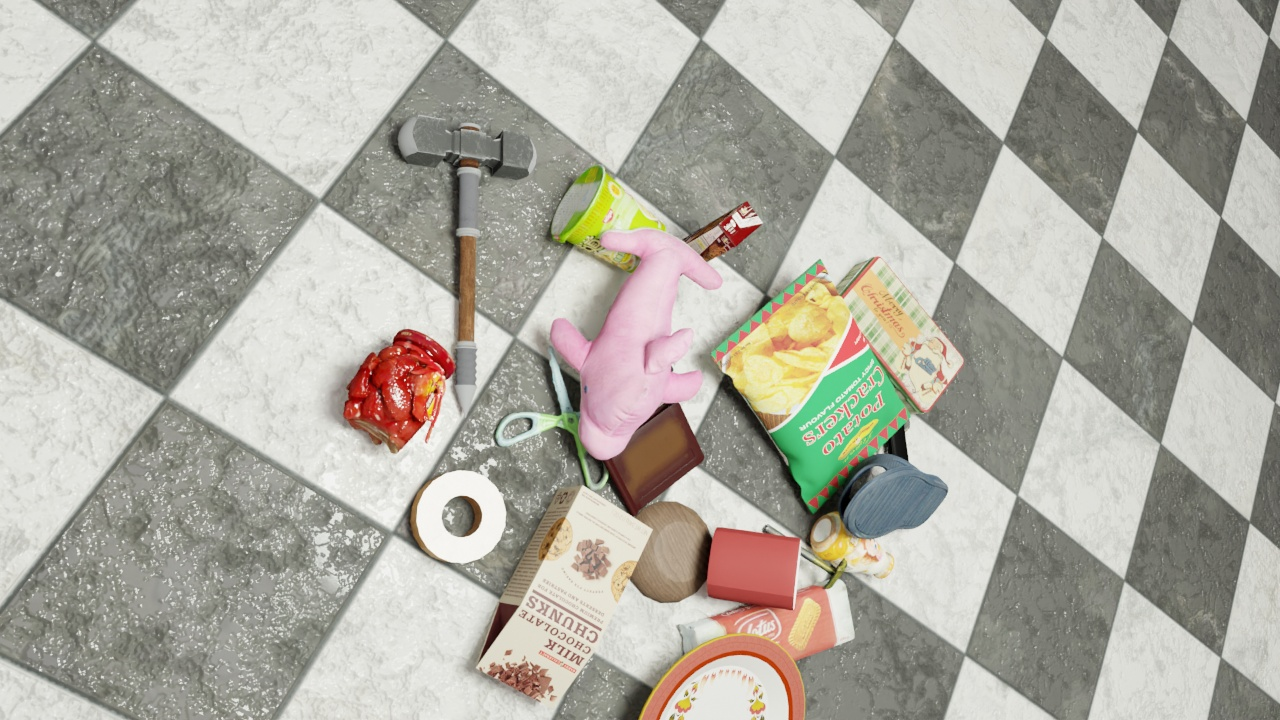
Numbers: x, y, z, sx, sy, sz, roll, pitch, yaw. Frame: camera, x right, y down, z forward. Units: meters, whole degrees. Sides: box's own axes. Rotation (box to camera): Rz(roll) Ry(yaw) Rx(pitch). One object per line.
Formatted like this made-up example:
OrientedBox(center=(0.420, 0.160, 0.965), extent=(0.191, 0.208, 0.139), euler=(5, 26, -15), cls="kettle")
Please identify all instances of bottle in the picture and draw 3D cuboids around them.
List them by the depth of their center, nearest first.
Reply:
OrientedBox(center=(-0.237, 0.031, 0.910), extent=(0.099, 0.099, 0.111), euler=(40, 59, -15), cls="bottle")
OrientedBox(center=(0.267, 0.236, 1.149), extent=(0.108, 0.063, 0.063), euler=(31, 68, -19), cls="bottle")

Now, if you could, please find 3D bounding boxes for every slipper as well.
OrientedBox(center=(0.307, 0.159, 1.150), extent=(0.263, 0.082, 0.101), euler=(12, 115, -53), cls="slipper")

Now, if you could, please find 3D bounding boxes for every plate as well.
OrientedBox(center=(0.087, 0.411, 1.021), extent=(0.229, 0.021, 0.230), euler=(-5, 100, -28), cls="plate")

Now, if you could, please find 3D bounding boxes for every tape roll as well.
OrientedBox(center=(-0.189, 0.162, 0.950), extent=(0.094, 0.027, 0.094), euler=(6, 77, -26), cls="tape roll")

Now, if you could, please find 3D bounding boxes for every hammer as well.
OrientedBox(center=(-0.188, -0.101, 1.000), extent=(0.155, 0.043, 0.322), euler=(3, 81, -27), cls="hammer")

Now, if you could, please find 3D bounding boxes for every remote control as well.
OrientedBox(center=(0.343, 0.110, 1.226), extent=(0.028, 0.012, 0.124), euler=(-8, 90, -24), cls="remote control")

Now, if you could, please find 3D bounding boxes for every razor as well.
OrientedBox(center=(0.197, 0.233, 1.117), extent=(0.106, 0.043, 0.026), euler=(33, 44, 14), cls="razor")

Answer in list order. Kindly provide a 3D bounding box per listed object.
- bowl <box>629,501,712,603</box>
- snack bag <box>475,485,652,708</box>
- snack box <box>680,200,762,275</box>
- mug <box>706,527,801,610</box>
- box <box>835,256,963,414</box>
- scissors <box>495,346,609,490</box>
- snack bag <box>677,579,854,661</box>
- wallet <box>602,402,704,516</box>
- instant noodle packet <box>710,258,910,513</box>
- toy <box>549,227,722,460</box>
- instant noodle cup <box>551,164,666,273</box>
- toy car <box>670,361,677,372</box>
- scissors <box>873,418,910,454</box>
OrientedBox(center=(0.039, 0.220, 1.054), extent=(0.117, 0.030, 0.117), euler=(6, 77, -26), cls="bowl")
OrientedBox(center=(-0.083, 0.246, 0.964), extent=(0.094, 0.070, 0.206), euler=(35, 67, -17), cls="snack bag")
OrientedBox(center=(0.080, -0.140, 1.083), extent=(0.050, 0.141, 0.032), euler=(-41, 99, -28), cls="snack box")
OrientedBox(center=(0.132, 0.243, 1.058), extent=(0.097, 0.116, 0.080), euler=(6, 69, 13), cls="mug")
OrientedBox(center=(0.344, -0.032, 1.251), extent=(0.205, 0.050, 0.117), euler=(49, 62, -9), cls="box")
OrientedBox(center=(-0.078, 0.067, 1.023), extent=(0.172, 0.021, 0.171), euler=(-19, 94, -16), cls="scissors")
OrientedBox(center=(0.154, 0.323, 1.088), extent=(0.224, 0.041, 0.077), euler=(-9, 86, -29), cls="snack bag")
OrientedBox(center=(0.014, 0.110, 1.058), extent=(0.115, 0.018, 0.091), euler=(-37, 114, -26), cls="wallet")
OrientedBox(center=(0.220, 0.033, 1.143), extent=(0.195, 0.090, 0.253), euler=(-40, 108, -19), cls="instant noodle packet")
OrientedBox(center=(0.006, -0.019, 0.988), extent=(0.186, 0.128, 0.265), euler=(21, 77, -20), cls="toy")
OrientedBox(center=(-0.032, -0.157, 1.062), extent=(0.108, 0.099, 0.098), euler=(30, 68, -27), cls="instant noodle cup")
OrientedBox(center=(-0.006, 0.006, 1.070), extent=(0.107, 0.027, 0.060), euler=(-34, 102, -16), cls="toy car")
OrientedBox(center=(0.295, 0.072, 1.225), extent=(0.132, 0.013, 0.169), euler=(-43, 99, -22), cls="scissors")
